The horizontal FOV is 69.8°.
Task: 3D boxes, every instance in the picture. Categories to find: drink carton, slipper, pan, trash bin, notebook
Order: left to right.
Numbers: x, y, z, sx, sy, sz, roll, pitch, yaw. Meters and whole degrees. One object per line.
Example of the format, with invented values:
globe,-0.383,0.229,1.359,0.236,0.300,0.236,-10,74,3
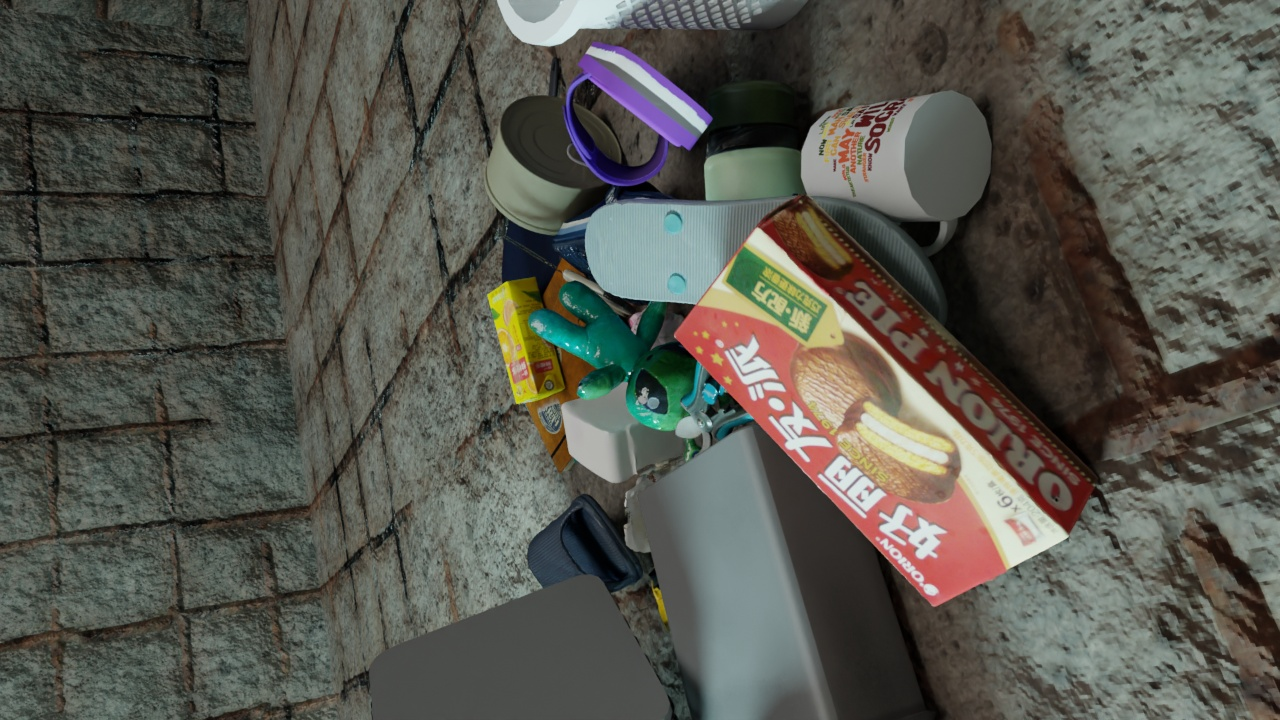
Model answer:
drink carton,-0.132,-0.022,1.049,0.059,0.042,0.134,-21,83,55
pan,-0.120,-0.177,1.099,0.199,0.021,0.357,33,121,54
notebook,-0.081,0.016,1.041,0.178,0.014,0.250,61,142,22
slipper,-0.070,0.209,0.943,0.101,0.082,0.264,51,159,4
slipper,-0.017,-0.187,0.735,0.084,0.107,0.266,-53,15,10
slipper,0.002,-0.115,0.834,0.095,0.105,0.253,-61,19,-9
trash bin,0.020,-0.320,0.662,0.196,0.199,0.195,12,104,59
slipper,0.080,-0.073,0.626,0.269,0.054,0.098,15,119,31
trash bin,0.096,0.179,0.701,0.192,0.097,0.219,-42,57,54

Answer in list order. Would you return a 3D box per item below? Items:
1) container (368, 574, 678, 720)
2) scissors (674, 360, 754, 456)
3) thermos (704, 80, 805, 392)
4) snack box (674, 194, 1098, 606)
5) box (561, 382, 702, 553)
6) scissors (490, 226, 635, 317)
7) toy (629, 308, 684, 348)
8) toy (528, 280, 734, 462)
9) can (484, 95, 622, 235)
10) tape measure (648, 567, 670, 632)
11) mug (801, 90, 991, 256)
container,-0.081,0.370,0.783,0.245,0.247,0.244,-138,32,-64
scissors,0.060,0.031,0.674,0.125,0.019,0.157,20,137,41
thermos,0.086,-0.093,0.700,0.082,0.082,0.231,1,96,60
snack box,0.137,0.025,0.548,0.236,0.060,0.113,47,140,8
box,0.006,0.102,0.846,0.128,0.108,0.137,25,129,53
scissors,-0.066,-0.081,0.889,0.162,0.158,0.012,29,86,46
toy,0.012,-0.019,0.867,0.110,0.047,0.063,166,91,-73
toy,-0.005,0.004,0.789,0.193,0.130,0.073,36,149,11
can,-0.091,-0.199,0.939,0.073,0.127,0.127,-56,47,49
tape measure,0.045,0.198,0.814,0.072,0.071,0.042,63,146,22
mug,0.164,-0.112,0.581,0.090,0.073,0.105,14,132,58
